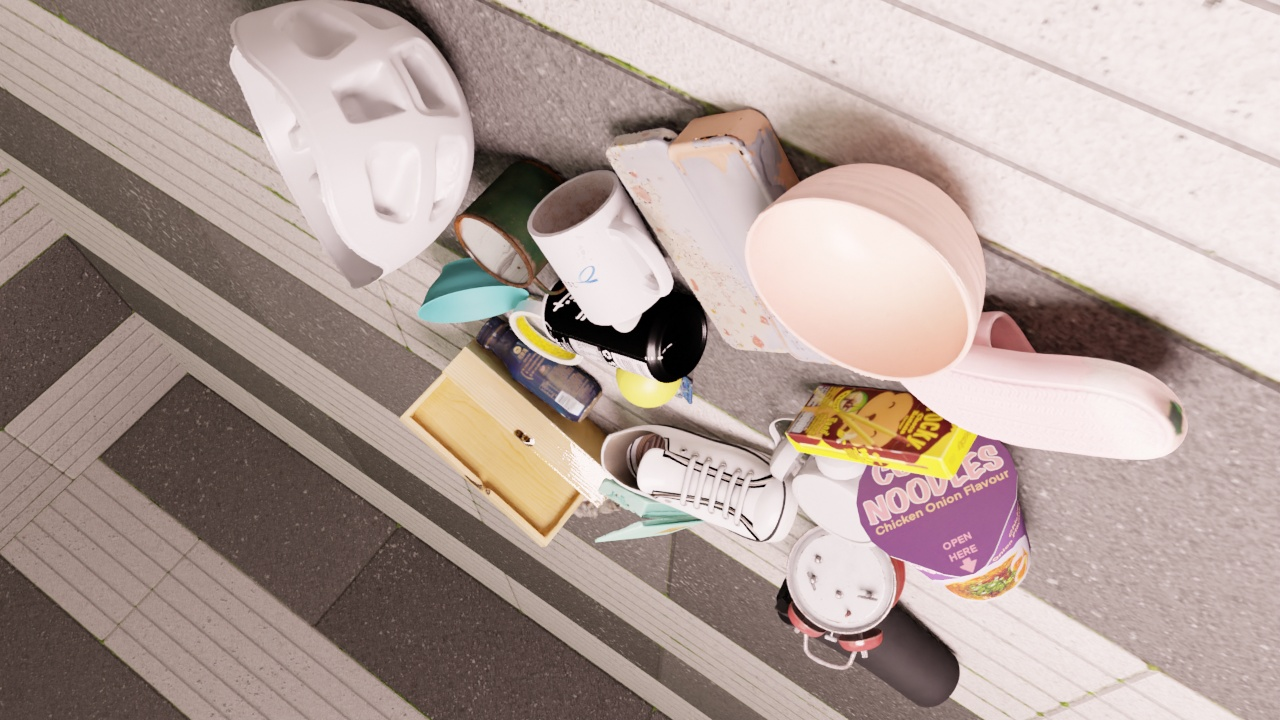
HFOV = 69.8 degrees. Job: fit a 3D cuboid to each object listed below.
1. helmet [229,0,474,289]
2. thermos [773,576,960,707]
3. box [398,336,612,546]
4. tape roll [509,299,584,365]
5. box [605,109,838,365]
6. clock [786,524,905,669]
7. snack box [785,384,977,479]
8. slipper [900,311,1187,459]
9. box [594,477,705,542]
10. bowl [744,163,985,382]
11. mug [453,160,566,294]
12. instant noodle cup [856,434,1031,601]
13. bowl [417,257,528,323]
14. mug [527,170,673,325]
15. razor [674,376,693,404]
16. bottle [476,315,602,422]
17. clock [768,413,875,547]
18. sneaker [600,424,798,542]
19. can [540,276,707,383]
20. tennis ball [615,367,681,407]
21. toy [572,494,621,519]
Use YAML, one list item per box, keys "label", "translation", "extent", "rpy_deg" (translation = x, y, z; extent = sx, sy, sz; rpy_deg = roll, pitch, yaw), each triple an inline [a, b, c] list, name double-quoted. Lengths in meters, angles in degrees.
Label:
- label: "helmet"
  translation: [-0.252, -0.177, 0.777]
  extent: [0.283, 0.183, 0.224]
  rpy_deg: [-23, 92, 53]
- label: "thermos"
  translation: [0.261, 0.304, 1.037]
  extent: [0.218, 0.105, 0.106]
  rpy_deg: [39, 156, -14]
- label: "box"
  translation: [-0.151, 0.090, 1.159]
  extent: [0.248, 0.141, 0.185]
  rpy_deg: [43, 122, -7]
- label: "tape roll"
  translation: [-0.101, -0.031, 1.024]
  extent: [0.094, 0.019, 0.094]
  rpy_deg: [24, 154, 13]
- label: "box"
  translation: [0.074, -0.084, 0.687]
  extent: [0.151, 0.043, 0.216]
  rpy_deg: [14, 147, 51]
- label: "clock"
  translation: [0.200, 0.234, 0.922]
  extent: [0.110, 0.157, 0.061]
  rpy_deg: [14, -172, 26]
- label: "snack box"
  translation: [0.191, 0.053, 0.732]
  extent: [0.149, 0.061, 0.025]
  rpy_deg: [6, 139, 50]
- label: "slipper"
  translation: [0.242, 0.014, 0.596]
  extent: [0.107, 0.055, 0.222]
  rpy_deg: [45, 166, -29]
- label: "box"
  translation: [0.013, 0.194, 1.102]
  extent: [0.077, 0.080, 0.188]
  rpy_deg: [23, -177, 27]
- label: "bowl"
  translation: [0.147, -0.065, 0.568]
  extent: [0.153, 0.076, 0.153]
  rpy_deg: [30, 153, 17]
- label: "mug"
  translation: [-0.096, -0.112, 0.812]
  extent: [0.111, 0.081, 0.085]
  rpy_deg: [46, 155, -18]
- label: "instant noodle cup"
  translation: [0.255, 0.136, 0.728]
  extent: [0.122, 0.122, 0.136]
  rpy_deg: [46, -159, -40]
- label: "bowl"
  translation: [-0.186, -0.081, 1.002]
  extent: [0.121, 0.121, 0.046]
  rpy_deg: [143, 116, -65]
- label: "mug"
  translation: [-0.021, -0.088, 0.743]
  extent: [0.120, 0.083, 0.096]
  rpy_deg: [21, 151, 49]
- label: "razor"
  translation: [-0.006, 0.006, 0.970]
  extent: [0.141, 0.018, 0.044]
  rpy_deg: [29, 155, 19]
- label: "bottle"
  translation: [-0.121, 0.008, 1.087]
  extent: [0.161, 0.056, 0.056]
  rpy_deg: [37, 156, 4]
- label: "clock"
  translation: [0.183, 0.104, 0.843]
  extent: [0.159, 0.061, 0.120]
  rpy_deg: [49, 154, -13]
- label: "sneaker"
  translation: [0.049, 0.121, 0.969]
  extent: [0.097, 0.091, 0.246]
  rpy_deg: [9, -172, -46]
- label: "can"
  translation: [-0.016, -0.034, 0.840]
  extent: [0.146, 0.080, 0.080]
  rpy_deg: [18, 149, 38]
- label: "tennis ball"
  translation: [0.008, 0.014, 0.908]
  extent: [0.065, 0.065, 0.065]
  rpy_deg: [31, 155, 16]
- label: "toy"
  translation: [-0.088, 0.161, 1.295]
  extent: [0.133, 0.076, 0.176]
  rpy_deg: [21, 143, 32]
